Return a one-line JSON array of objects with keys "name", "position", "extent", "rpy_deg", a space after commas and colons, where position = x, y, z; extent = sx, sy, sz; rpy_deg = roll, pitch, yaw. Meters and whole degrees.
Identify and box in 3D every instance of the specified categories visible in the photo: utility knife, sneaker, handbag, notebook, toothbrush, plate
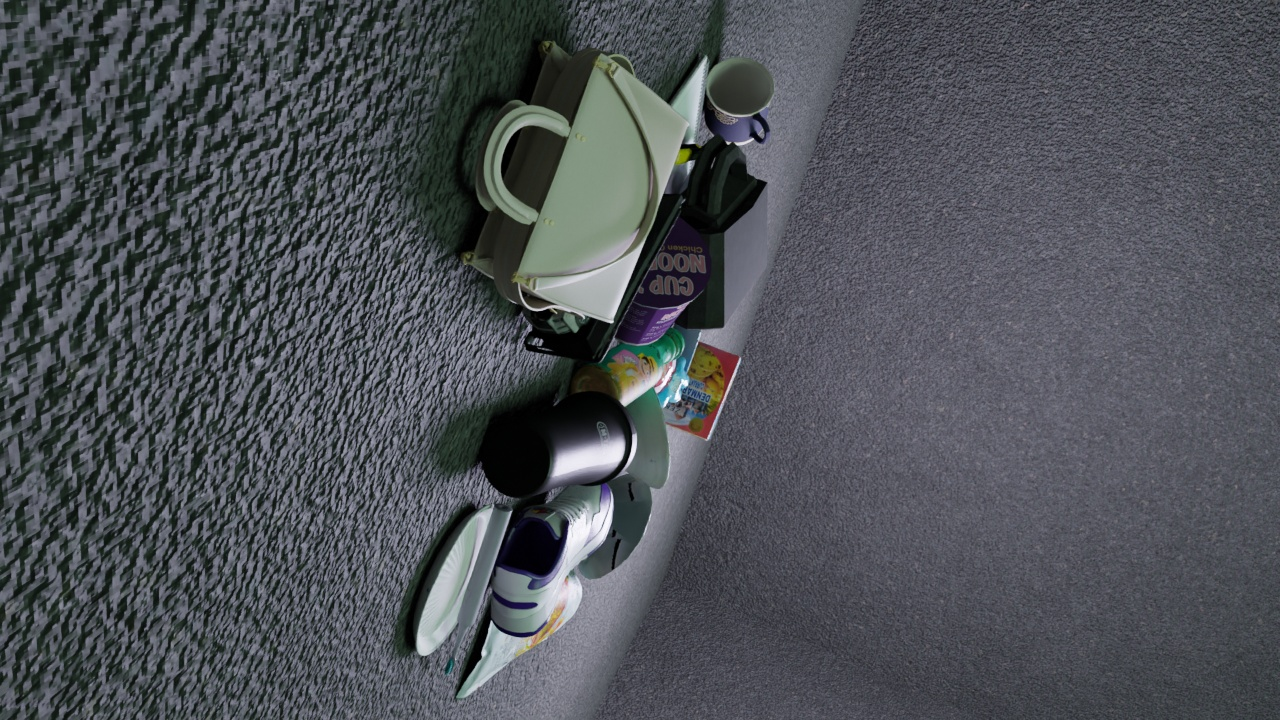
[{"name": "utility knife", "position": [0.057, -0.247, 1.086], "extent": [0.187, 0.029, 0.020], "rpy_deg": [-40, 151, -68]}, {"name": "sneaker", "position": [-0.106, 0.201, 1.092], "extent": [0.243, 0.092, 0.111], "rpy_deg": [-57, 156, -47]}, {"name": "handbag", "position": [0.083, -0.168, 1.105], "extent": [0.196, 0.102, 0.200], "rpy_deg": [-50, 147, -53]}, {"name": "notebook", "position": [0.031, -0.224, 1.117], "extent": [0.246, 0.013, 0.177], "rpy_deg": [96, 20, -56]}, {"name": "toothbrush", "position": [-0.165, 0.231, 0.918], "extent": [0.019, 0.018, 0.188], "rpy_deg": [-20, 130, -74]}, {"name": "plate", "position": [-0.181, 0.212, 0.898], "extent": [0.157, 0.014, 0.157], "rpy_deg": [23, 89, -79]}, {"name": "handbag", "position": [-0.057, -0.132, 0.663], "extent": [0.197, 0.101, 0.194], "rpy_deg": [15, 97, -68]}]

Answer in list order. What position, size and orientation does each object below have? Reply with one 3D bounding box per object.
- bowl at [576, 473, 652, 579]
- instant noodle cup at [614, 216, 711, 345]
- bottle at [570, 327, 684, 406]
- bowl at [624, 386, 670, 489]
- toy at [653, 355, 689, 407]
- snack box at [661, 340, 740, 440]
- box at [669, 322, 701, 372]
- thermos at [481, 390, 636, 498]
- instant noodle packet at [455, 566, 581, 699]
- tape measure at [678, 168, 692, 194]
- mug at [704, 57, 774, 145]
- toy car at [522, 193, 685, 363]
[{"name": "bowl", "position": [-0.064, 0.231, 1.365], "extent": [0.175, 0.068, 0.173], "rpy_deg": [-37, -149, 27]}, {"name": "instant noodle cup", "position": [0.004, -0.087, 1.019], "extent": [0.122, 0.122, 0.136], "rpy_deg": [113, -24, -61]}, {"name": "bottle", "position": [-0.007, 0.007, 1.144], "extent": [0.209, 0.068, 0.068], "rpy_deg": [-34, 145, -56]}, {"name": "bowl", "position": [-0.021, 0.094, 1.242], "extent": [0.177, 0.057, 0.176], "rpy_deg": [168, -90, -71]}, {"name": "toy", "position": [0.025, 0.016, 1.326], "extent": [0.133, 0.062, 0.092], "rpy_deg": [39, 86, -38]}, {"name": "snack box", "position": [0.069, 0.037, 1.469], "extent": [0.040, 0.142, 0.145], "rpy_deg": [47, 65, -79]}, {"name": "box", "position": [0.066, -0.079, 1.379], "extent": [0.091, 0.085, 0.244], "rpy_deg": [-43, 153, -70]}, {"name": "thermos", "position": [-0.082, 0.088, 0.939], "extent": [0.106, 0.106, 0.218], "rpy_deg": [-70, 165, 7]}, {"name": "instant noodle packet", "position": [-0.153, 0.351, 1.233], "extent": [0.269, 0.057, 0.147], "rpy_deg": [2, 108, -74]}, {"name": "tape measure", "position": [0.064, -0.210, 1.201], "extent": [0.062, 0.020, 0.060], "rpy_deg": [-62, 168, -17]}, {"name": "mug", "position": [0.130, -0.315, 1.175], "extent": [0.085, 0.112, 0.089], "rpy_deg": [-30, 163, -10]}, {"name": "toy car", "position": [-0.045, -0.097, 0.830], "extent": [0.071, 0.094, 0.191], "rpy_deg": [49, 60, -44]}]
